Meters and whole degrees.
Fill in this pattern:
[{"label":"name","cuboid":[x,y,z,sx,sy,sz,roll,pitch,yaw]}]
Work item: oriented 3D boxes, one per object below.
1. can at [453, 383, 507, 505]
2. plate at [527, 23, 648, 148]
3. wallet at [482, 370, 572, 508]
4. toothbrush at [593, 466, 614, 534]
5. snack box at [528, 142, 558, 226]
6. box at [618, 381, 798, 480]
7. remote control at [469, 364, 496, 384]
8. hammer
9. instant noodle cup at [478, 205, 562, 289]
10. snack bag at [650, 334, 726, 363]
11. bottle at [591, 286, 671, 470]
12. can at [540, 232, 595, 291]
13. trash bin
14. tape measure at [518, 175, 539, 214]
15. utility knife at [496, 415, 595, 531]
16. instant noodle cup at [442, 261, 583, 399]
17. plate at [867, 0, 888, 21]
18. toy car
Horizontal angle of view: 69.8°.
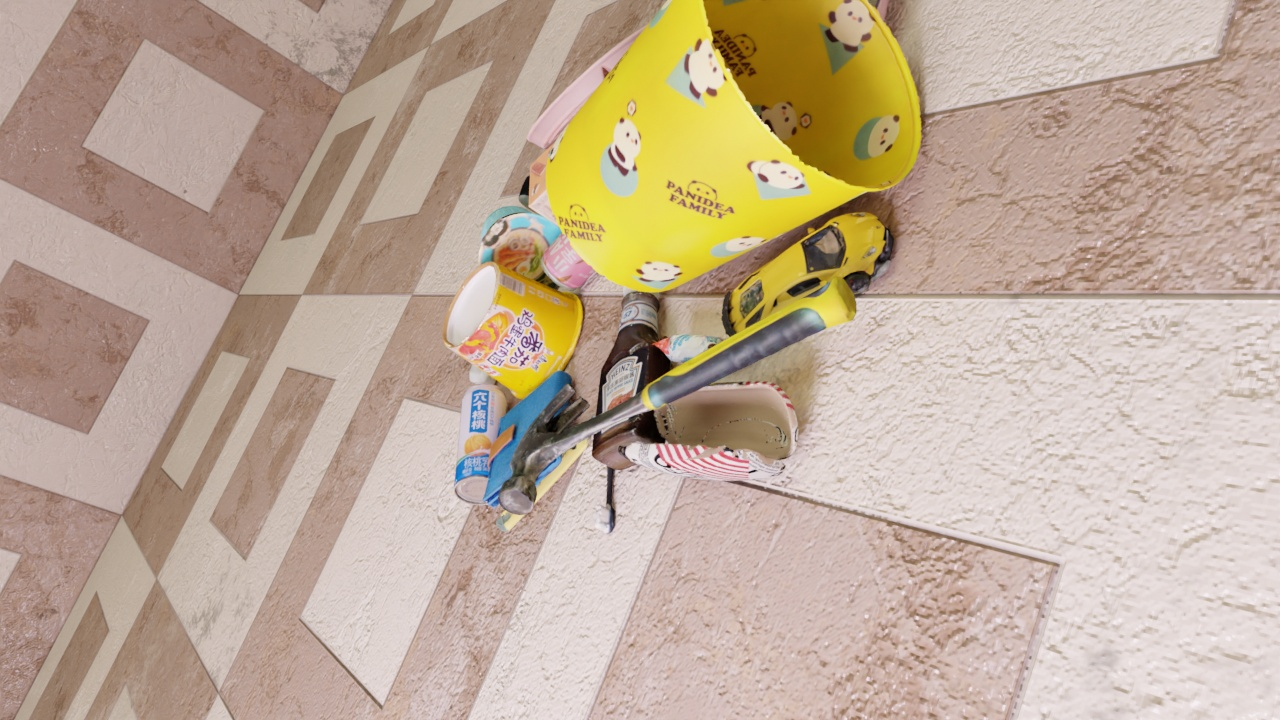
[{"label":"can","cuboid":[-0.177,0.091,1.023,0.053,0.053,0.134,-37,39,31]},{"label":"plate","cuboid":[-0.039,-0.328,1.099,0.229,0.028,0.229,-39,7,5]},{"label":"wallet","cuboid":[-0.116,0.081,0.953,0.107,0.040,0.132,-39,27,27]},{"label":"toothbrush","cuboid":[-0.030,0.081,0.870,0.016,0.018,0.180,-36,38,39]},{"label":"snack box","cuboid":[-0.066,-0.207,1.073,0.095,0.092,0.076,-36,39,32]},{"label":"box","cuboid":[0.055,0.052,0.724,0.163,0.076,0.088,-10,62,54]},{"label":"remote control","cuboid":[-0.177,-0.028,1.146,0.049,0.024,0.124,1,65,53]},{"label":"hammer","cuboid":[0.022,0.019,0.732,0.324,0.032,0.125,-28,26,27]},{"label":"instant noodle cup","cuboid":[-0.152,-0.143,1.137,0.111,0.111,0.120,-53,26,10]},{"label":"snack bag","cuboid":[0.053,-0.009,0.802,0.105,0.045,0.026,5,82,55]},{"label":"bottle","cuboid":[-0.005,0.005,0.870,0.080,0.044,0.194,-31,42,39]},{"label":"can","cuboid":[-0.046,-0.146,1.030,0.148,0.058,0.057,-43,36,24]},{"label":"trash bin","cuboid":[0.060,-0.189,0.777,0.256,0.229,0.229,-30,43,48]},{"label":"tape measure","cuboid":[-0.121,-0.209,1.175,0.066,0.065,0.033,3,69,53]},{"label":"utility knife","cuboid":[-0.095,0.119,0.932,0.168,0.018,0.031,-44,41,15]},{"label":"instant noodle cup","cuboid":[-0.149,-0.039,1.038,0.138,0.109,0.137,-33,42,36]},{"label":"plate","cuboid":[0.165,-0.310,0.891,0.193,0.039,0.192,-33,41,35]},{"label":"toy car","cuboid":[0.132,-0.067,0.744,0.156,0.041,0.071,-33,41,33]}]
